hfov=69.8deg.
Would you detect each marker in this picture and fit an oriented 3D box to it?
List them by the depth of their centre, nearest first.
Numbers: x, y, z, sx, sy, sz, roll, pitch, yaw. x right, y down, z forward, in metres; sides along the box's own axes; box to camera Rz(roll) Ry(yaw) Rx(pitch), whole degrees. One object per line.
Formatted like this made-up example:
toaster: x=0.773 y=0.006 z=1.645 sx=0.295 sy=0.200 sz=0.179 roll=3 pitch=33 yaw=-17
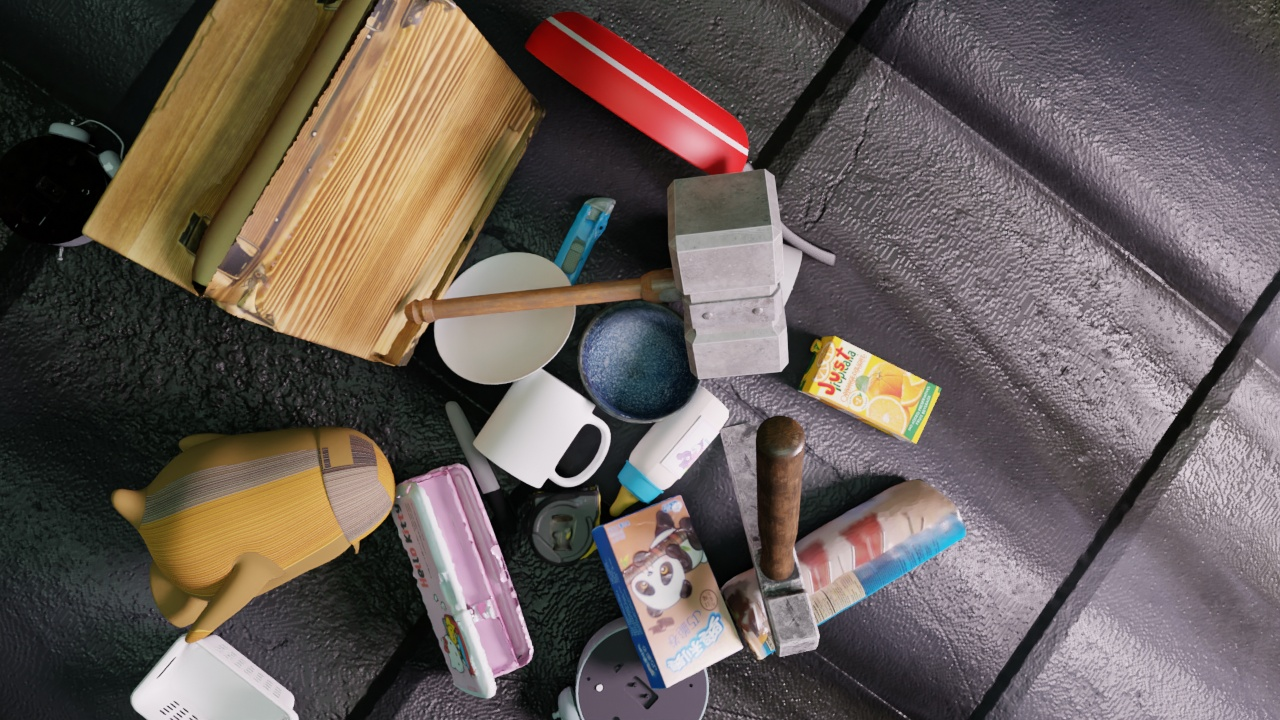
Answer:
marker: x=-0.148 y=0.100 z=0.862 sx=0.022 sy=0.016 sz=0.138 roll=-26 pitch=92 yaw=-36

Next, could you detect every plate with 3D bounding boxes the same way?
plate: x=-0.123 y=-0.038 z=0.837 sx=0.135 sy=0.011 sz=0.134 roll=-6 pitch=64 yaw=11

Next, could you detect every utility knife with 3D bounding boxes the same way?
utility knife: x=-0.072 y=-0.079 z=0.866 sx=0.031 sy=0.015 sz=0.173 roll=24 pitch=90 yaw=0

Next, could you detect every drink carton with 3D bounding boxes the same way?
drink carton: x=0.215 y=0.026 z=0.879 sx=0.122 sy=0.041 sz=0.058 roll=25 pitch=88 yaw=-4

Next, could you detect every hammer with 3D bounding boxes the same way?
hammer: x=0.098 y=0.088 z=0.717 sx=0.037 sy=0.301 sz=0.217 roll=-12 pitch=59 yaw=1
hammer: x=-0.043 y=-0.055 z=0.760 sx=0.318 sy=0.163 sz=0.082 roll=-5 pitch=49 yaw=7

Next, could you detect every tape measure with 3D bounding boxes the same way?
tape measure: x=-0.071 y=0.154 z=0.855 sx=0.071 sy=0.042 sz=0.072 roll=-5 pitch=93 yaw=-8

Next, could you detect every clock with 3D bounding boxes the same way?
clock: x=-0.510 y=-0.158 z=0.816 sx=0.094 sy=0.035 sz=0.122 roll=37 pitch=86 yaw=-4
clock: x=-0.009 y=0.311 z=0.860 sx=0.122 sy=0.045 sz=0.159 roll=44 pitch=88 yaw=-4

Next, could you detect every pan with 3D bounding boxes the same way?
pan: x=0.059 y=-0.188 z=0.806 sx=0.356 sy=0.208 sz=0.067 roll=27 pitch=106 yaw=-26

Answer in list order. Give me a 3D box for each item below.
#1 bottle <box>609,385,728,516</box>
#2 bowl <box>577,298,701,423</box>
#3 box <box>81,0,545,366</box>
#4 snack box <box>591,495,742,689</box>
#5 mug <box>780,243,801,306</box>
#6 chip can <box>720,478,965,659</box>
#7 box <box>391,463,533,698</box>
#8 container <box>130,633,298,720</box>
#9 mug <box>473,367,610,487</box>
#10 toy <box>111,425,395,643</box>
bottle: x=0.021 y=0.089 z=0.857 sx=0.051 sy=0.051 sz=0.146 roll=41 pitch=87 yaw=-4
bowl: x=-0.005 y=0.005 z=0.846 sx=0.114 sy=0.061 sz=0.114 roll=2 pitch=78 yaw=-11
box: x=-0.235 y=-0.157 z=0.728 sx=0.215 sy=0.257 sz=0.279 roll=30 pitch=88 yaw=-2
snack box: x=0.024 y=0.207 z=0.831 sx=0.087 sy=0.034 sz=0.151 roll=-17 pitch=79 yaw=-30
mug: x=0.088 y=-0.068 z=0.854 sx=0.089 sy=0.071 sz=0.107 roll=21 pitch=94 yaw=-2
chip can: x=0.188 y=0.190 z=0.862 sx=0.229 sy=0.080 sz=0.080 roll=-29 pitch=93 yaw=-5
box: x=-0.166 y=0.199 z=0.820 sx=0.088 sy=0.095 sz=0.202 roll=-19 pitch=92 yaw=-3
container: x=-0.375 y=0.306 z=0.823 sx=0.129 sy=0.049 sz=0.080 roll=40 pitch=87 yaw=-4
mug: x=-0.082 y=0.068 z=0.840 sx=0.110 sy=0.074 sz=0.090 roll=35 pitch=87 yaw=-17
toy: x=-0.312 y=0.129 z=0.792 sx=0.203 sy=0.163 sz=0.198 roll=-18 pitch=52 yaw=-7
